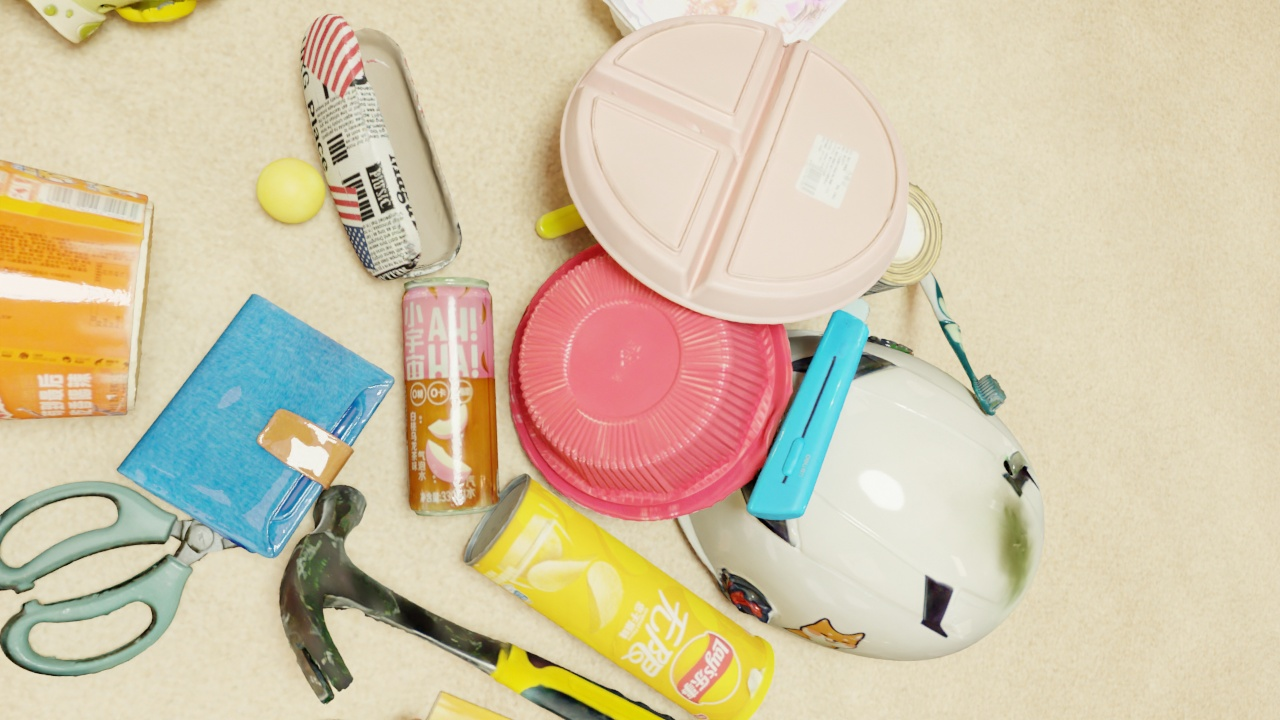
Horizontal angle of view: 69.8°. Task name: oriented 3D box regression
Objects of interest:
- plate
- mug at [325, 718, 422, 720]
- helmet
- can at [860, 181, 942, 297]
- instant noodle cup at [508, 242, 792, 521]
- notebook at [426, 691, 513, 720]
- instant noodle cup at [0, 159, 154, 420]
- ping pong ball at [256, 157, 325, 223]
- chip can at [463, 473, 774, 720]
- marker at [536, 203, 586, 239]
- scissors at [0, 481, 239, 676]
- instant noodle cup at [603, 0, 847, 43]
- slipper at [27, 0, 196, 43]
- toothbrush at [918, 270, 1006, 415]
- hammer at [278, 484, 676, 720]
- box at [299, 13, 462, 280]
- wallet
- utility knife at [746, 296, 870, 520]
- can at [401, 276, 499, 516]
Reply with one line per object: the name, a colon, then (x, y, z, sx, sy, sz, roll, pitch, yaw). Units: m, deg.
plate: (0.065, -0.130, 0.572, 0.229, 0.028, 0.229, 6, 64, -12)
mug: (-0.168, 0.251, 0.529, 0.114, 0.106, 0.081, -37, 99, -18)
helmet: (0.166, 0.094, 0.630, 0.274, 0.157, 0.229, 37, 75, -14)
can: (0.154, -0.083, 0.661, 0.075, 0.111, 0.075, 1, 86, -19)
instant noodle cup: (-0.003, 0.003, 0.575, 0.194, 0.066, 0.193, -3, 79, 13)
notebook: (-0.073, 0.326, 0.609, 0.206, 0.010, 0.145, 28, 78, -16)
instant noodle cup: (-0.321, -0.034, 0.479, 0.111, 0.152, 0.151, 5, 85, -27)
ping pong ball: (-0.217, -0.105, 0.570, 0.040, 0.040, 0.040, 1, 86, -19)
chip can: (-0.012, 0.163, 0.610, 0.213, 0.072, 0.072, 37, 75, -13)
marker: (-0.019, -0.113, 0.656, 0.124, 0.015, 0.018, -25, 99, -22)
scissors: (-0.286, 0.135, 0.542, 0.185, 0.019, 0.129, 1, 86, -18)
instant noodle cup: (0.057, -0.267, 0.667, 0.138, 0.060, 0.173, 46, 72, -11)
slipper: (-0.331, -0.229, 0.526, 0.190, 0.091, 0.082, -7, 128, -29)
toothbrush: (0.227, -0.027, 0.667, 0.016, 0.191, 0.018, 30, 121, -23)
hammer: (-0.075, 0.200, 0.580, 0.323, 0.126, 0.032, 34, 121, -20)
box: (-0.166, -0.130, 0.566, 0.076, 0.087, 0.163, -16, 95, -5)
wallet: (-0.227, 0.039, 0.553, 0.106, 0.040, 0.132, 33, 70, -7)
utility knife: (0.109, 0.026, 0.566, 0.159, 0.034, 0.018, -65, 151, -18)
can: (-0.121, 0.023, 0.586, 0.057, 0.058, 0.147, -2, 87, -20)
